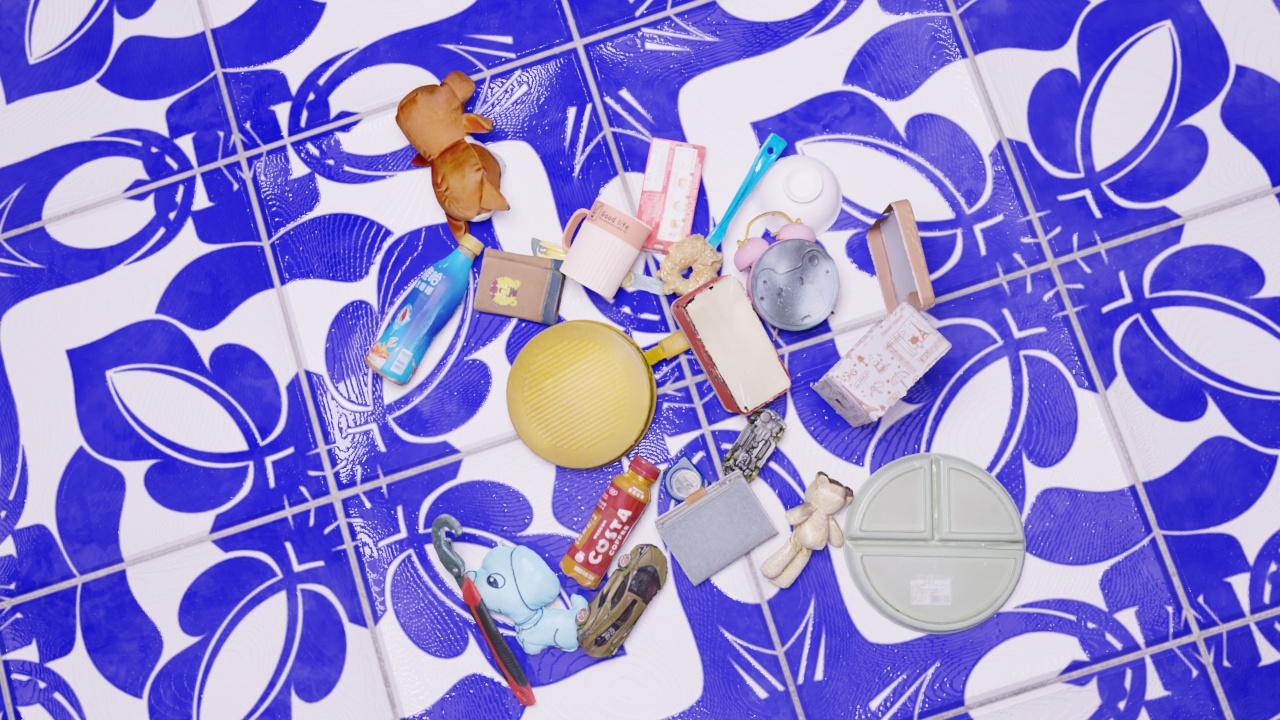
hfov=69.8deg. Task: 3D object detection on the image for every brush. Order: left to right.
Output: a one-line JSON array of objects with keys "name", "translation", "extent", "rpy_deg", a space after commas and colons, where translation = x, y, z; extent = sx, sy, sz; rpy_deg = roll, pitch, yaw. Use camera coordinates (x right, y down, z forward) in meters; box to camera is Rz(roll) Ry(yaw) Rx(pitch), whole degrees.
[{"name": "brush", "translation": [0.110, -0.185, 1.197], "extent": [0.083, 0.046, 0.254], "rpy_deg": [34, 89, -9]}]

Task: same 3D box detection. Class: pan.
[{"name": "pan", "translation": [-0.007, 0.007, 1.204], "extent": [0.357, 0.078, 0.197], "rpy_deg": [-28, 86, 6]}]

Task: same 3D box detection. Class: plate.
[{"name": "plate", "translation": [0.374, 0.231, 1.163], "extent": [0.230, 0.027, 0.230], "rpy_deg": [-1, 83, 4]}]

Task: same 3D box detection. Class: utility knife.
[{"name": "utility knife", "translation": [-0.054, -0.124, 1.239], "extent": [0.205, 0.021, 0.031], "rpy_deg": [18, 94, 1]}]

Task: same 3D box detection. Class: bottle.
[{"name": "bottle", "translation": [-0.281, -0.072, 1.219], "extent": [0.065, 0.065, 0.218], "rpy_deg": [32, 86, 6]}, {"name": "bottle", "translation": [-0.035, 0.204, 1.176], "extent": [0.057, 0.057, 0.175], "rpy_deg": [32, 86, 6]}]

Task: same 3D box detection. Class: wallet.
[{"name": "wallet", "translation": [-0.161, -0.100, 1.231], "extent": [0.115, 0.033, 0.090], "rpy_deg": [11, 91, 8]}, {"name": "wallet", "translation": [0.095, 0.211, 1.173], "extent": [0.130, 0.037, 0.106], "rpy_deg": [-33, 100, 1]}]

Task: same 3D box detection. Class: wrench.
[{"name": "wrench", "translation": [-0.199, 0.318, 1.160], "extent": [0.056, 0.016, 0.273], "rpy_deg": [-17, 100, 38]}]

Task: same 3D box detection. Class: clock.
[{"name": "clock", "translation": [0.185, -0.115, 1.182], "extent": [0.117, 0.060, 0.158], "rpy_deg": [-22, 98, -6]}]

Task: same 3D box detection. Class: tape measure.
[{"name": "tape measure", "translation": [0.057, 0.157, 1.192], "extent": [0.054, 0.025, 0.058], "rpy_deg": [-40, 81, 0]}]

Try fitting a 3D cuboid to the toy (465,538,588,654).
[{"name": "toy", "translation": [-0.146, 0.301, 1.175], "extent": [0.161, 0.049, 0.156], "rpy_deg": [-7, 92, 8]}]

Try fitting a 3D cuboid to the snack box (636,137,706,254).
[{"name": "snack box", "translation": [0.038, -0.219, 1.236], "extent": [0.075, 0.025, 0.153], "rpy_deg": [10, 84, 4]}]

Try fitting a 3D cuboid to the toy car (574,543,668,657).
[{"name": "toy car", "translation": [-0.022, 0.302, 1.157], "extent": [0.070, 0.042, 0.158], "rpy_deg": [38, 84, -33]}]

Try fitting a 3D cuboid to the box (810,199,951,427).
[{"name": "box", "translation": [0.303, -0.048, 1.123], "extent": [0.134, 0.179, 0.270], "rpy_deg": [15, 86, 5]}]

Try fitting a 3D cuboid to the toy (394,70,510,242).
[{"name": "toy", "translation": [-0.241, -0.270, 1.223], "extent": [0.130, 0.140, 0.199], "rpy_deg": [-17, 82, -41]}]

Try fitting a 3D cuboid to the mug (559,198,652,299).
[{"name": "mug", "translation": [-0.057, -0.150, 1.195], "extent": [0.114, 0.081, 0.106], "rpy_deg": [32, 95, 33]}]

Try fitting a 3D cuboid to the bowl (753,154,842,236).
[{"name": "bowl", "translation": [0.210, -0.223, 1.206], "extent": [0.118, 0.065, 0.118], "rpy_deg": [0, 84, 3]}]

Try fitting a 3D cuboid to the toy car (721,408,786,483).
[{"name": "toy car", "translation": [0.147, 0.110, 1.186], "extent": [0.048, 0.032, 0.105], "rpy_deg": [33, 92, 6]}]

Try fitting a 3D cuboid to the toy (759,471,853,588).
[{"name": "toy", "translation": [0.208, 0.217, 1.163], "extent": [0.105, 0.066, 0.157], "rpy_deg": [33, 90, -26]}]

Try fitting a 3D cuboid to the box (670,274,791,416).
[{"name": "box", "translation": [0.119, -0.020, 1.155], "extent": [0.091, 0.076, 0.168], "rpy_deg": [-31, 101, -12]}]
